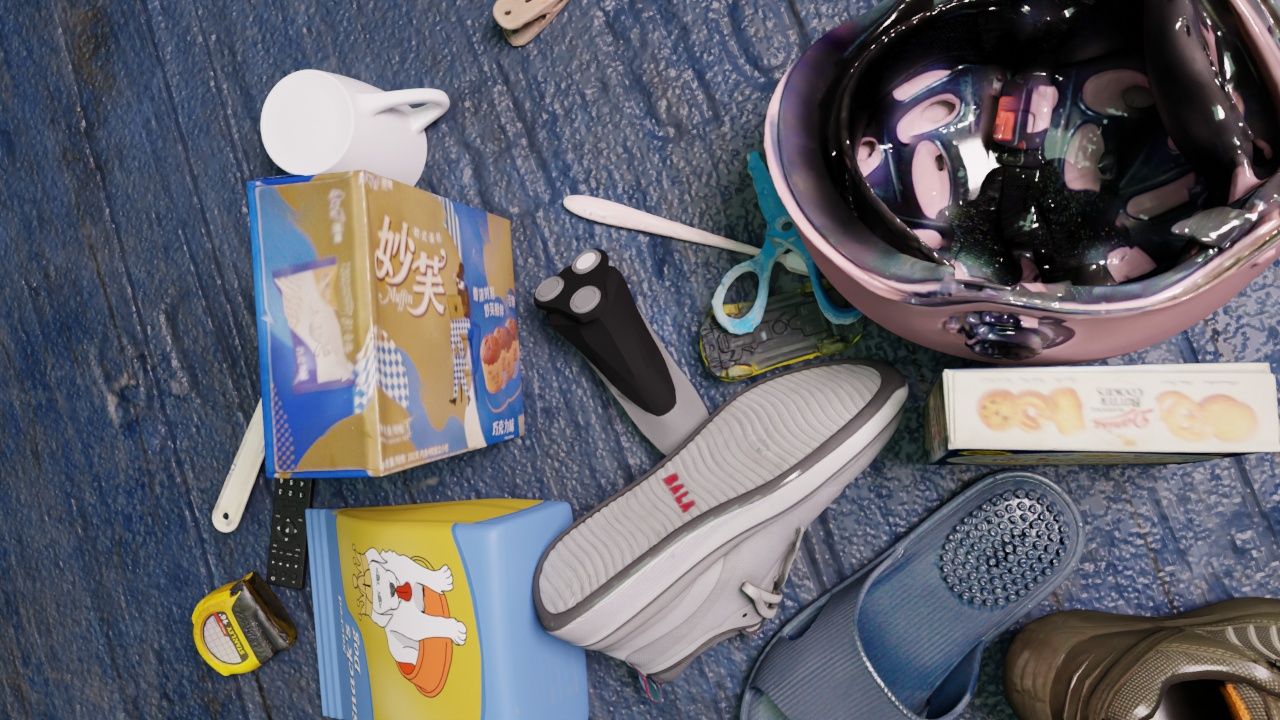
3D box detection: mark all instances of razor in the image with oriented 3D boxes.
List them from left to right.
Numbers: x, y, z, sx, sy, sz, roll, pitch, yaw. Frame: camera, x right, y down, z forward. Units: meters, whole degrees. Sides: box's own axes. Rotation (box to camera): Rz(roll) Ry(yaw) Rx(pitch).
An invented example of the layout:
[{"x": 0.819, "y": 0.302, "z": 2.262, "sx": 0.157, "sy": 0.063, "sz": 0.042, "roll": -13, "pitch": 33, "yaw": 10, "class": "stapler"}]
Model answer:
[{"x": -0.004, "y": 0.004, "z": 0.600, "sx": 0.057, "sy": 0.060, "sz": 0.156, "roll": -36, "pitch": 103, "yaw": 0, "class": "razor"}]

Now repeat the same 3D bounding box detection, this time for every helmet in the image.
[{"x": 0.197, "y": -0.098, "z": 0.486, "sx": 0.255, "sy": 0.153, "sz": 0.229, "roll": -9, "pitch": 64, "yaw": 7, "class": "helmet"}]

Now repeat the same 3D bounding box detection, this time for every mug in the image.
[{"x": -0.187, "y": -0.158, "z": 0.619, "sx": 0.114, "sy": 0.087, "sz": 0.081, "roll": -22, "pitch": 86, "yaw": 13, "class": "mug"}]

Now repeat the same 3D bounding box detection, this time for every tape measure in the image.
[{"x": -0.297, "y": 0.197, "z": 0.681, "sx": 0.064, "sy": 0.037, "sz": 0.065, "roll": -31, "pitch": 98, "yaw": 7, "class": "tape measure"}]

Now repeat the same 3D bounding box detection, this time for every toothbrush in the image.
[{"x": 0.031, "y": -0.084, "z": 0.605, "sx": 0.181, "sy": 0.018, "sz": 0.016, "roll": 17, "pitch": 95, "yaw": 13, "class": "toothbrush"}]

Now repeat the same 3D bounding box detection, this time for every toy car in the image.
[{"x": 0.090, "y": -0.019, "z": 0.585, "sx": 0.107, "sy": 0.030, "sz": 0.049, "roll": -14, "pitch": 77, "yaw": 11, "class": "toy car"}]

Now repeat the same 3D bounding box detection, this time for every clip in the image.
[{"x": -0.072, "y": -0.238, "z": 0.627, "sx": 0.060, "sy": 0.040, "sz": 0.024, "roll": -30, "pitch": 84, "yaw": -11, "class": "clip"}]

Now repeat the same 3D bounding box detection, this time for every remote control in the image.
[{"x": -0.258, "y": 0.100, "z": 0.684, "sx": 0.030, "sy": 0.009, "sz": 0.140, "roll": 7, "pitch": 93, "yaw": 13, "class": "remote control"}]

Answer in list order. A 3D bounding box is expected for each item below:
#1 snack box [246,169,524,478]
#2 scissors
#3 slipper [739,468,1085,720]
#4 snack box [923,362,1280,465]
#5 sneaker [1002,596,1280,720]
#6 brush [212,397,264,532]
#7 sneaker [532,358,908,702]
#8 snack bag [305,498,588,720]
[{"x": -0.140, "y": -0.019, "z": 0.553, "sx": 0.069, "sy": 0.202, "sz": 0.155, "roll": -4, "pitch": 90, "yaw": 13, "class": "snack box"}, {"x": 0.103, "y": -0.077, "z": 0.574, "sx": 0.114, "sy": 0.013, "sz": 0.140, "roll": 12, "pitch": 76, "yaw": 18, "class": "scissors"}, {"x": 0.156, "y": 0.169, "z": 0.550, "sx": 0.101, "sy": 0.082, "sz": 0.264, "roll": 45, "pitch": 100, "yaw": 11, "class": "slipper"}, {"x": 0.231, "y": 0.033, "z": 0.492, "sx": 0.144, "sy": 0.145, "sz": 0.042, "roll": -1, "pitch": 81, "yaw": 14, "class": "snack box"}, {"x": 0.326, "y": 0.180, "z": 0.463, "sx": 0.238, "sy": 0.143, "sz": 0.101, "roll": 3, "pitch": 91, "yaw": -2, "class": "sneaker"}, {"x": -0.269, "y": 0.026, "z": 0.675, "sx": 0.033, "sy": 0.012, "sz": 0.217, "roll": 23, "pitch": 91, "yaw": 15, "class": "brush"}, {"x": 0.069, "y": 0.106, "z": 0.568, "sx": 0.263, "sy": 0.097, "sz": 0.129, "roll": -38, "pitch": 122, "yaw": -3, "class": "sneaker"}, {"x": -0.147, "y": 0.176, "z": 0.621, "sx": 0.206, "sy": 0.102, "sz": 0.159, "roll": -5, "pitch": 90, "yaw": 28, "class": "snack bag"}]
